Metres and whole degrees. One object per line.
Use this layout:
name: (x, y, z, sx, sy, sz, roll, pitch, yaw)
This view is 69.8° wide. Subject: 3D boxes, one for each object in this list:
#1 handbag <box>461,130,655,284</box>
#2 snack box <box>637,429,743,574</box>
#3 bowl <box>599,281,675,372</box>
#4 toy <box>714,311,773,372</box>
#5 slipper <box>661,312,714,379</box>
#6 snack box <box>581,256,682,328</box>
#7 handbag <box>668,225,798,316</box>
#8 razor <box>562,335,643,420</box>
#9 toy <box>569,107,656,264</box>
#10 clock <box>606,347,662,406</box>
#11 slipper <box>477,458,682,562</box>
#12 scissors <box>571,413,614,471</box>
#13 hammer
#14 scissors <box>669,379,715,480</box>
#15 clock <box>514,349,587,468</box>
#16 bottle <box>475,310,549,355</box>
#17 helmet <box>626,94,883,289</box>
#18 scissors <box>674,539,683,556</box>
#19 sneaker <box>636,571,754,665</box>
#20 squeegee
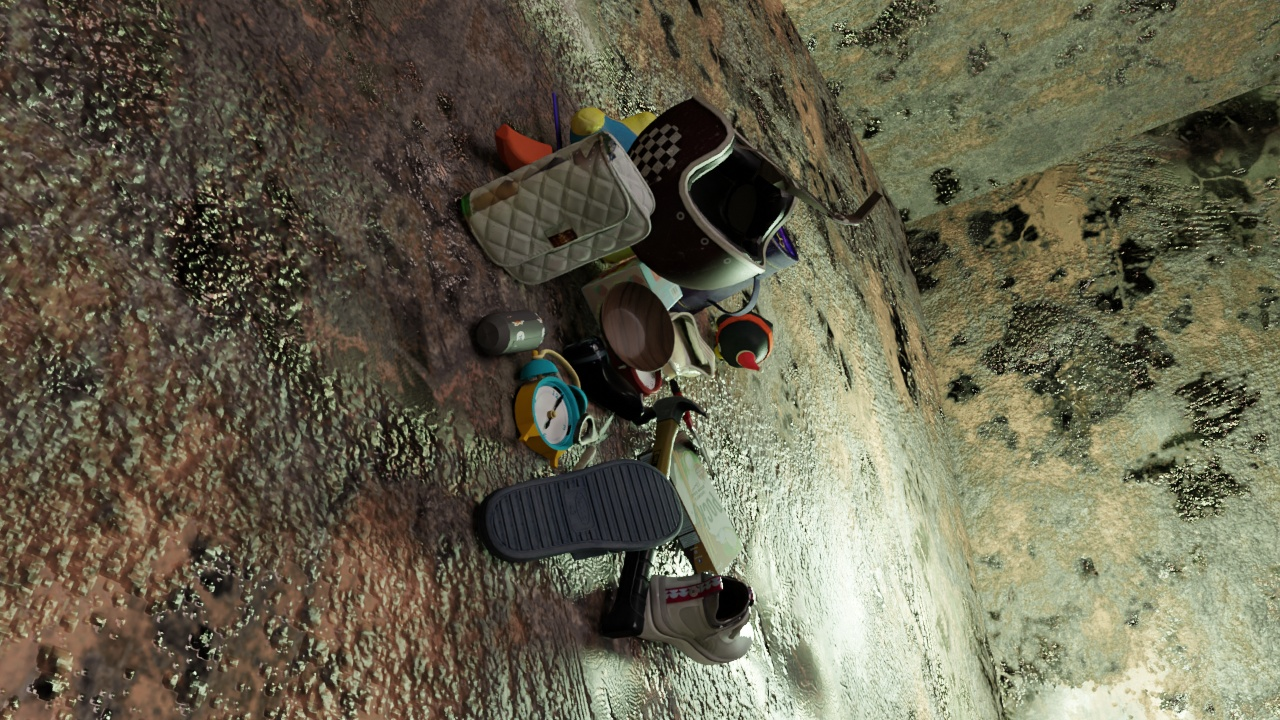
handbag: (-0.089, -0.167, 1.039, 0.139, 0.195, 0.072, 51, 29, -37)
snack box: (0.070, 0.194, 1.247, 0.186, 0.032, 0.100, 64, 27, 1)
bowl: (-0.011, -0.038, 1.157, 0.119, 0.032, 0.119, 17, 62, -36)
toy: (0.172, -0.030, 1.542, 0.097, 0.100, 0.119, 64, 26, -16)
slipper: (0.068, -0.021, 1.347, 0.115, 0.052, 0.262, 67, 15, 2)
snack box: (-0.011, -0.093, 1.246, 0.079, 0.095, 0.092, 63, 28, -12)
handbag: (0.124, -0.175, 1.443, 0.125, 0.205, 0.222, 10, 57, -60)
razor: (-0.042, 0.022, 1.155, 0.140, 0.053, 0.063, 50, 40, -37)
toy: (-0.043, -0.234, 1.250, 0.148, 0.084, 0.214, -4, 90, -41)
clock: (-0.007, 0.007, 1.241, 0.087, 0.044, 0.124, 59, 29, -20)
slipper: (-0.070, 0.166, 0.986, 0.263, 0.083, 0.101, 1, 71, -41)
scissors: (-0.055, 0.092, 1.085, 0.154, 0.012, 0.163, 86, 21, -49)
hammer: (0.013, 0.175, 1.108, 0.025, 0.118, 0.332, 47, 40, -33)
scissors: (0.083, 0.112, 1.319, 0.179, 0.015, 0.199, 58, 7, -48)
clock: (-0.102, 0.050, 1.037, 0.099, 0.044, 0.129, 46, 42, -39)
bottle: (-0.138, -0.032, 1.019, 0.112, 0.047, 0.047, -14, 85, -63)
helmet: (0.098, -0.209, 1.152, 0.233, 0.254, 0.234, 24, 21, -52)
scissors: (0.082, 0.239, 1.284, 0.141, 0.014, 0.164, 56, 30, -19)
sneaker: (0.097, 0.310, 1.134, 0.263, 0.129, 0.096, 39, 41, -49)
squeegee: (-0.139, -0.253, 1.157, 0.184, 0.055, 0.249, 30, 53, -73)
